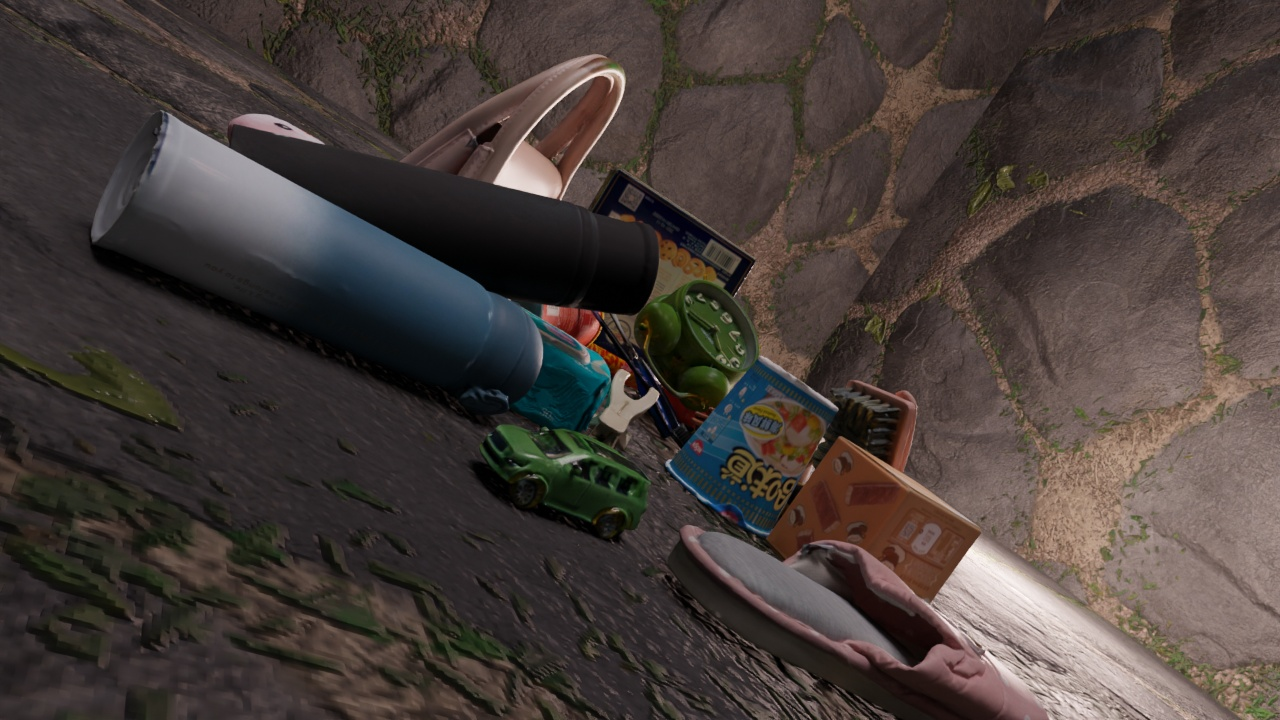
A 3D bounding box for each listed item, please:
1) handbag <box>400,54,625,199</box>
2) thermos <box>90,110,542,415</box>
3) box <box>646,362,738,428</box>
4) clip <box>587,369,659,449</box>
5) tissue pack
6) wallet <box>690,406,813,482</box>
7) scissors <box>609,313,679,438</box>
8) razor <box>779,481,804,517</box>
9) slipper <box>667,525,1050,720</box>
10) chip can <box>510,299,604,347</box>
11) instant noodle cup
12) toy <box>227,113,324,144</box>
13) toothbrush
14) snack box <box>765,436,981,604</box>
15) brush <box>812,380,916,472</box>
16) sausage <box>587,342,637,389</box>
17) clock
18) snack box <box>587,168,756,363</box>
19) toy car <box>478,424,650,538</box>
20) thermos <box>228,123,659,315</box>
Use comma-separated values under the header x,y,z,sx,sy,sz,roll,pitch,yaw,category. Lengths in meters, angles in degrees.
x,y,z,sx,sy,sz,roll,pitch,yaw,category
-0.100,-0.144,0.714,0.093,0.234,0.193,43,8,6,handbag
-0.143,-0.037,0.452,0.220,0.070,0.070,29,7,-39,thermos
0.096,0.036,0.964,0.095,0.100,0.201,30,3,43,box
-0.010,0.028,0.619,0.035,0.086,0.104,34,-5,2,clip
-0.083,-0.007,0.592,0.133,0.050,0.093,31,8,-14,tissue pack
0.094,0.070,0.800,0.119,0.035,0.130,18,-9,12,wallet
-0.004,0.002,0.824,0.162,0.012,0.162,56,10,-36,scissors
0.181,0.145,0.781,0.167,0.062,0.068,29,-23,-1,razor
0.131,0.145,0.492,0.274,0.054,0.114,30,6,-26,slipper
-0.084,-0.039,0.749,0.073,0.073,0.216,34,6,6,chip can
0.089,0.060,0.685,0.099,0.110,0.099,34,6,-4,instant noodle cup
-0.266,-0.144,0.734,0.121,0.054,0.159,27,17,-45,toy
-0.005,0.004,0.760,0.189,0.017,0.014,56,1,-7,toothbrush
0.161,0.122,0.638,0.092,0.094,0.077,29,8,-35,snack box
0.174,0.093,0.718,0.073,0.146,0.063,-1,17,-36,brush
-0.052,-0.008,0.911,0.165,0.021,0.021,29,7,-33,sausage
0.050,-0.014,0.854,0.116,0.056,0.160,52,37,-2,clock
0.000,-0.078,0.968,0.178,0.182,0.046,31,4,-18,snack box
-0.035,0.055,0.439,0.091,0.036,0.043,24,12,-39,toy car
-0.114,-0.069,0.537,0.242,0.068,0.090,10,-20,-25,thermos
